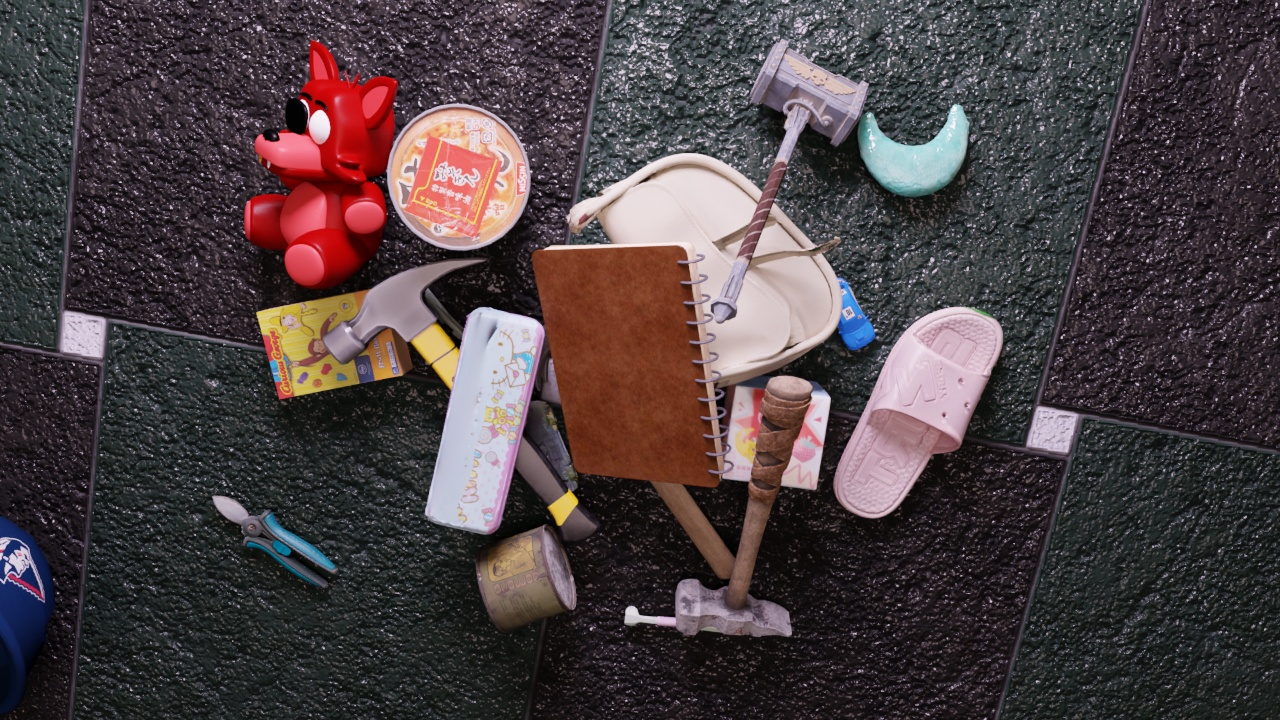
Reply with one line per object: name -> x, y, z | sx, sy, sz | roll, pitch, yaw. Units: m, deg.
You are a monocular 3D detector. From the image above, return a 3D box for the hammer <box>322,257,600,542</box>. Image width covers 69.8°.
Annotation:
hammer -> -0.145, 0.048, 0.896 | 0.170, 0.034, 0.324 | -37, 100, 2

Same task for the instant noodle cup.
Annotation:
instant noodle cup -> -0.155, -0.166, 0.848 | 0.123, 0.121, 0.124 | 0, 99, 1

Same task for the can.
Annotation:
can -> -0.116, 0.221, 0.929 | 0.074, 0.089, 0.090 | -20, 98, 5

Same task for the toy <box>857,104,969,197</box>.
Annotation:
toy -> 0.263, -0.199, 0.879 | 0.105, 0.033, 0.085 | -5, 88, 3

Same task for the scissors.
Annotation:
scissors -> -0.390, 0.194, 0.968 | 0.136, 0.019, 0.138 | -2, 100, 1

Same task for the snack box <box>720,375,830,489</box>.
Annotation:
snack box -> 0.129, 0.067, 0.902 | 0.093, 0.079, 0.095 | 8, 99, 0

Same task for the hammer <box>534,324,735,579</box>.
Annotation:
hammer -> 0.005, 0.090, 0.925 | 0.120, 0.030, 0.331 | -25, 108, 36

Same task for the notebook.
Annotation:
notebook -> -0.005, 0.005, 0.830 | 0.168, 0.024, 0.226 | 2, 113, 30

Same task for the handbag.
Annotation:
handbag -> 0.068, -0.086, 0.833 | 0.184, 0.132, 0.229 | -32, 91, -12

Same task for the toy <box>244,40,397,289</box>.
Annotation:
toy -> -0.289, -0.178, 0.842 | 0.158, 0.120, 0.197 | 34, 115, 39

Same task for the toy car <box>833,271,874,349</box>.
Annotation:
toy car -> 0.201, -0.050, 0.889 | 0.033, 0.062, 0.092 | -30, 98, 6

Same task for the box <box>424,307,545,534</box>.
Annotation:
box -> -0.147, 0.057, 0.866 | 0.076, 0.033, 0.214 | 13, 98, -8

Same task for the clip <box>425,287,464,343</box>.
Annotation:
clip -> -0.209, -0.046, 0.921 | 0.044, 0.023, 0.076 | -39, 99, 6

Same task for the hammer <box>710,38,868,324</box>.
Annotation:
hammer -> 0.113, -0.149, 0.779 | 0.098, 0.044, 0.321 | 26, 55, -3

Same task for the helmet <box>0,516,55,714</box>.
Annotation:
helmet -> -0.679, 0.243, 0.875 | 0.273, 0.222, 0.232 | -15, 116, 33

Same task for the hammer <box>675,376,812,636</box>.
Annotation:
hammer -> 0.112, 0.150, 0.872 | 0.121, 0.048, 0.319 | 6, 124, -3

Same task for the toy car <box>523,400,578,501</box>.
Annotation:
toy car -> -0.099, 0.091, 0.935 | 0.048, 0.033, 0.105 | -19, 100, 2

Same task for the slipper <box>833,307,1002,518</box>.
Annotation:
slipper -> 0.272, 0.055, 0.905 | 0.094, 0.064, 0.239 | 28, 101, -3

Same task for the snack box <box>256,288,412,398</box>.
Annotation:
snack box -> -0.304, -0.020, 0.918 | 0.126, 0.040, 0.088 | -11, 99, 3

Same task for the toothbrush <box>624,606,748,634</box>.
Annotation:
toothbrush -> 0.061, 0.279, 0.973 | 0.155, 0.015, 0.022 | 6, 102, 0
